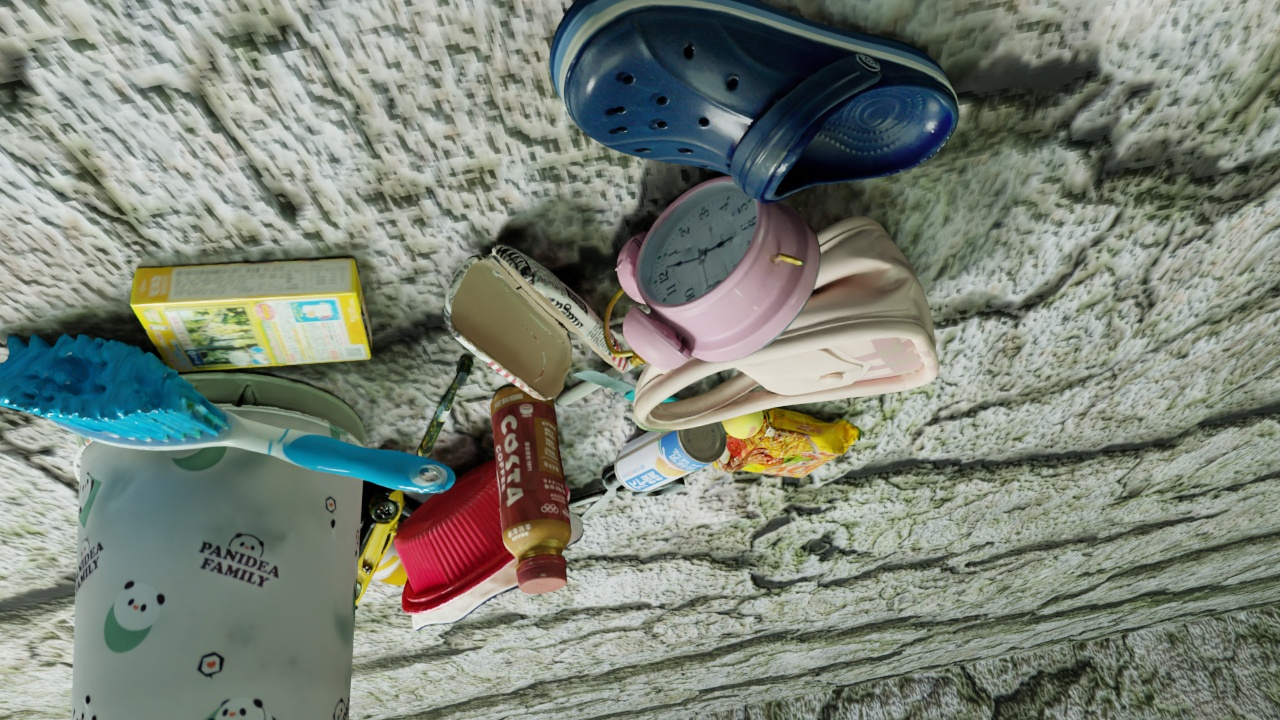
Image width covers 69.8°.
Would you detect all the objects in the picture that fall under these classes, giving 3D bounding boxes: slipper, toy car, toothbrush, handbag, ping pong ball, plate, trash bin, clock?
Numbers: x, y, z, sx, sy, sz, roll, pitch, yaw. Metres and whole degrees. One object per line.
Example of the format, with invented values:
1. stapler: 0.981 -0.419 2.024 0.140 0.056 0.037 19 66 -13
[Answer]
1. slipper: 0.071 -0.131 0.506 0.252 0.095 0.105 1 146 -26
2. toy car: -0.258 0.162 0.859 0.041 0.071 0.156 19 100 -37
3. toothbrush: -0.005 0.005 0.788 0.180 0.016 0.016 -27 149 28
4. toothbrush: -0.176 0.051 0.811 0.012 0.017 0.186 15 143 -18
5. handbag: 0.101 -0.003 0.693 0.234 0.093 0.193 -23 160 16
6. ping pong ball: 0.098 0.055 0.883 0.040 0.040 0.040 -8 150 -5
7. plate: -0.356 0.078 0.791 0.230 0.027 0.231 -8 151 -4
8. trash bin: -0.330 0.198 0.725 0.229 0.251 0.230 -8 151 -5
9. plate: -0.156 0.210 0.972 0.205 0.045 0.205 -29 -178 1
10. clock: 0.038 -0.054 0.606 0.159 0.117 0.059 -31 134 28

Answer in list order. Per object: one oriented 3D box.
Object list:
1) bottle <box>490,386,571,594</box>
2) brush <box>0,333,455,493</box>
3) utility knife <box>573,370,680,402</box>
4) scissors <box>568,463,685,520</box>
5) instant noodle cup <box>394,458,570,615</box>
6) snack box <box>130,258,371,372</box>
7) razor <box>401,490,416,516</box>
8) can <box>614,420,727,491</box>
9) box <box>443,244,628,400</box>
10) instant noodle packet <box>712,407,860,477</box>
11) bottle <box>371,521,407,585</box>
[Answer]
1. bottle: -0.092 0.107 0.777 0.057 0.174 0.058 -8 151 -5
2. brush: -0.290 0.043 0.638 0.315 0.060 0.109 7 154 11
3. utility knife: 0.013 0.038 0.840 0.029 0.013 0.222 -24 152 29
4. scissors: -0.035 0.151 1.035 0.181 0.014 0.159 -10 150 1
5. instant noodle cup: -0.164 0.156 0.877 0.194 0.193 0.066 -28 103 28
6. snack box: -0.261 -0.030 0.631 0.140 0.033 0.087 -6 150 -11
7. razor: -0.247 0.157 0.971 0.042 0.022 0.143 -54 156 -14
8. can: 0.026 0.089 0.883 0.053 0.053 0.135 6 158 -27
9. box: -0.066 -0.023 0.662 0.087 0.076 0.162 6 157 29
10. instant noodle packet: 0.150 0.089 0.959 0.128 0.044 0.111 9 149 -31
11. bottle: -0.282 0.200 0.983 0.068 0.068 0.189 -19 149 14
